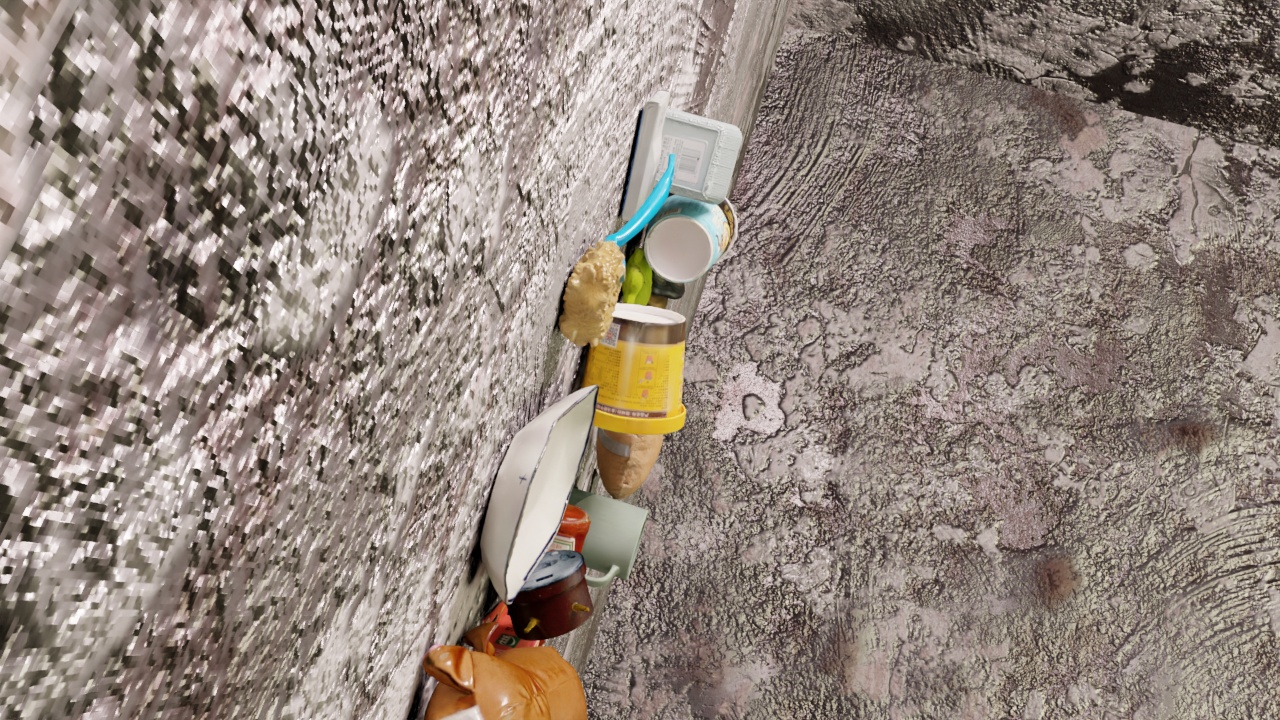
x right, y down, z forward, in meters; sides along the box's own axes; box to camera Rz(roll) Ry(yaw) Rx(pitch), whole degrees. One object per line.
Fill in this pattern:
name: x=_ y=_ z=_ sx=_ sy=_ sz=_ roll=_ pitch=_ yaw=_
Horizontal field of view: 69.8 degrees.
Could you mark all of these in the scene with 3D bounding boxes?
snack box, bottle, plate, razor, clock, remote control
snack box: x=-0.133 y=0.299 z=0.872 sx=0.113 sy=0.044 sz=0.127 roll=6 pitch=100 yaw=-85
bottle: x=-0.105 y=0.250 z=0.955 sx=0.059 sy=0.060 sz=0.206 roll=-44 pitch=150 yaw=-80
plate: x=-0.087 y=0.104 z=0.801 sx=0.265 sy=0.034 sz=0.162 roll=-49 pitch=155 yaw=-79
razor: x=0.015 y=-0.062 z=1.203 sx=0.168 sy=0.067 sz=0.062 roll=104 pitch=7 yaw=-50
clock: x=-0.087 y=0.211 z=0.843 sx=0.122 sy=0.082 sz=0.055 roll=-162 pitch=-124 yaw=-75
remote control: x=0.006 y=-0.198 z=0.895 sx=0.048 sy=0.024 sz=0.125 roll=-66 pitch=170 yaw=-58

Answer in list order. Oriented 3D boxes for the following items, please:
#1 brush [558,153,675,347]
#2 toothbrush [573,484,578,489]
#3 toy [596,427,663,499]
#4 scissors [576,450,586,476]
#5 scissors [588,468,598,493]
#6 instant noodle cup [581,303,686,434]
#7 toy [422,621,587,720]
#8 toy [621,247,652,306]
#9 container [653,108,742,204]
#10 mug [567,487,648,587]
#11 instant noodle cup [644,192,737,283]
brush: x=-0.010 y=-0.110 z=0.826 sx=0.083 sy=0.046 sz=0.253 roll=96 pitch=17 yaw=-47
toothbrush: x=-0.108 y=0.236 z=1.110 sx=0.018 sy=0.016 sz=0.181 roll=55 pitch=52 yaw=-72
toy: x=-0.018 y=0.087 z=1.150 sx=0.226 sy=0.082 sz=0.143 roll=-121 pitch=-130 yaw=-85
scissors: x=-0.044 y=0.030 z=1.097 sx=0.227 sy=0.022 sz=0.221 roll=-68 pitch=172 yaw=-52
scissors: x=-0.080 y=0.222 z=1.139 sx=0.198 sy=0.015 sz=0.204 roll=24 pitch=70 yaw=-78
instant noodle cup: x=-0.006 y=0.006 z=0.956 sx=0.118 sy=0.118 sz=0.114 roll=-55 pitch=153 yaw=-74
toy: x=-0.115 y=0.277 z=0.708 sx=0.130 sy=0.140 sz=0.200 roll=-31 pitch=166 yaw=-5
toy: x=-0.005 y=-0.092 z=1.078 sx=0.100 sy=0.031 sz=0.096 roll=88 pitch=16 yaw=-58
container: x=0.050 y=-0.217 z=0.976 sx=0.111 sy=0.090 sz=0.090 roll=-40 pitch=146 yaw=-74
mug: x=-0.057 y=0.206 z=1.046 sx=0.111 sy=0.106 sz=0.082 roll=-68 pitch=174 yaw=-47
instant noodle cup: x=0.053 y=-0.142 z=1.065 sx=0.120 sy=0.111 sz=0.111 roll=-66 pitch=171 yaw=-66
